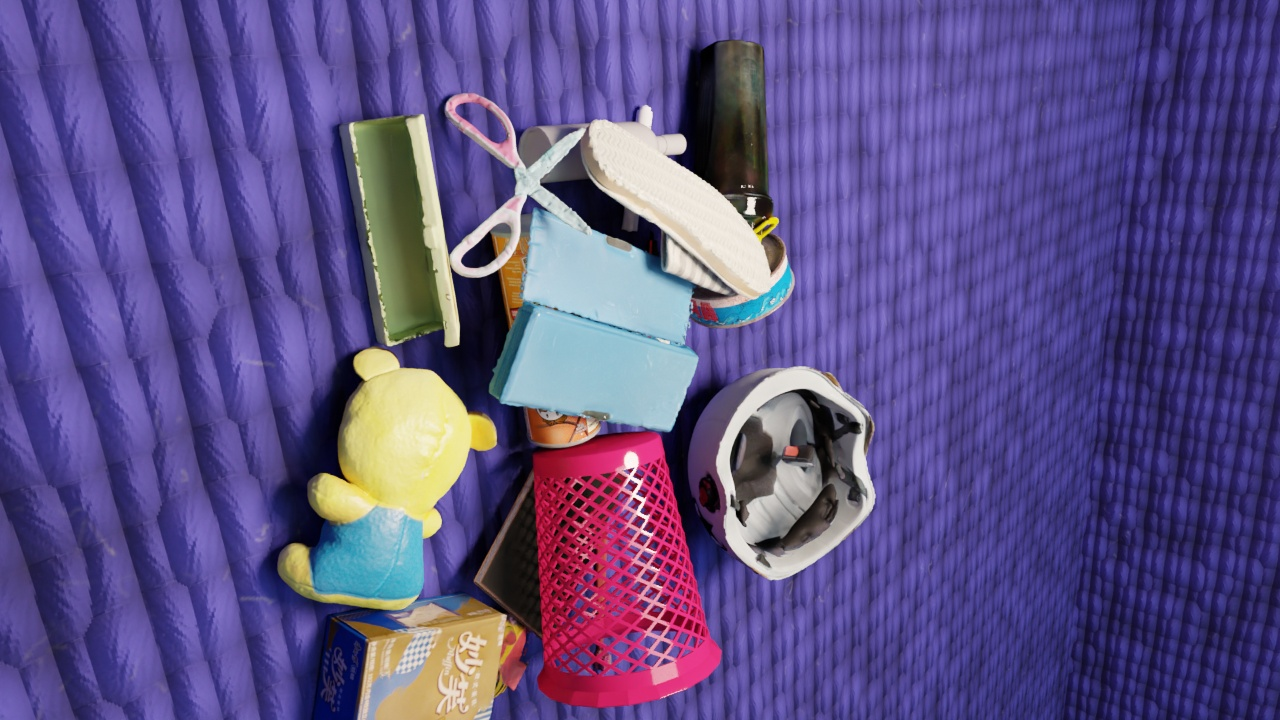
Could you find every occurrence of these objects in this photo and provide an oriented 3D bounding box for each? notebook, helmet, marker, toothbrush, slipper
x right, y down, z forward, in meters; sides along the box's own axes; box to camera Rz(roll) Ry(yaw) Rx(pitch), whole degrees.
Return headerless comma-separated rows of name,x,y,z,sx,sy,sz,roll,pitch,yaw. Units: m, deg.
notebook,-0.086,0.173,0.967,0.141,0.008,0.208,56,50,-42
helmet,0.154,0.123,1.138,0.236,0.164,0.264,-31,115,-24
marker,-0.004,-0.204,0.977,0.020,0.017,0.133,-10,109,-69
marker,0.009,-0.071,1.028,0.019,0.019,0.146,-10,107,-48
toothbrush,-0.043,0.276,1.065,0.016,0.016,0.190,-14,111,-46
slipper,0.036,-0.140,0.901,0.272,0.054,0.114,32,47,-40

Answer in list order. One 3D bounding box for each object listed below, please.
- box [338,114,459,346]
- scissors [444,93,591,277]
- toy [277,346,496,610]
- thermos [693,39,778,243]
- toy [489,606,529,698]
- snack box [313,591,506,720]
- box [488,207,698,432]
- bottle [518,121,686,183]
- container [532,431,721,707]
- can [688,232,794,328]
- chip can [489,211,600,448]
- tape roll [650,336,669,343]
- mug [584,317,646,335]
box,-0.189,-0.107,0.763,0.077,0.091,0.188,-44,131,-60
scissors,-0.116,-0.151,0.783,0.172,0.170,0.013,-49,179,-15
toy,-0.207,0.109,0.776,0.149,0.084,0.214,30,80,-51
thermos,0.103,-0.237,1.024,0.098,0.098,0.221,0,91,-50
toy,-0.143,0.299,0.935,0.084,0.046,0.103,-12,113,-70
snack box,-0.214,0.328,0.837,0.154,0.069,0.203,5,96,-51
box,-0.027,-0.028,0.859,0.231,0.048,0.177,13,90,-47
bottle,-0.028,-0.210,0.911,0.194,0.052,0.052,-17,112,-42
container,-0.027,0.193,0.907,0.182,0.184,0.226,-12,95,-47
can,0.107,-0.095,1.050,0.129,0.130,0.044,-49,133,-30
chip can,-0.089,-0.028,0.881,0.075,0.075,0.215,-29,121,-42
tape roll,-0.006,0.006,1.013,0.093,0.018,0.094,-9,108,-30
mug,-0.025,-0.051,0.938,0.087,0.078,0.113,11,73,-50
